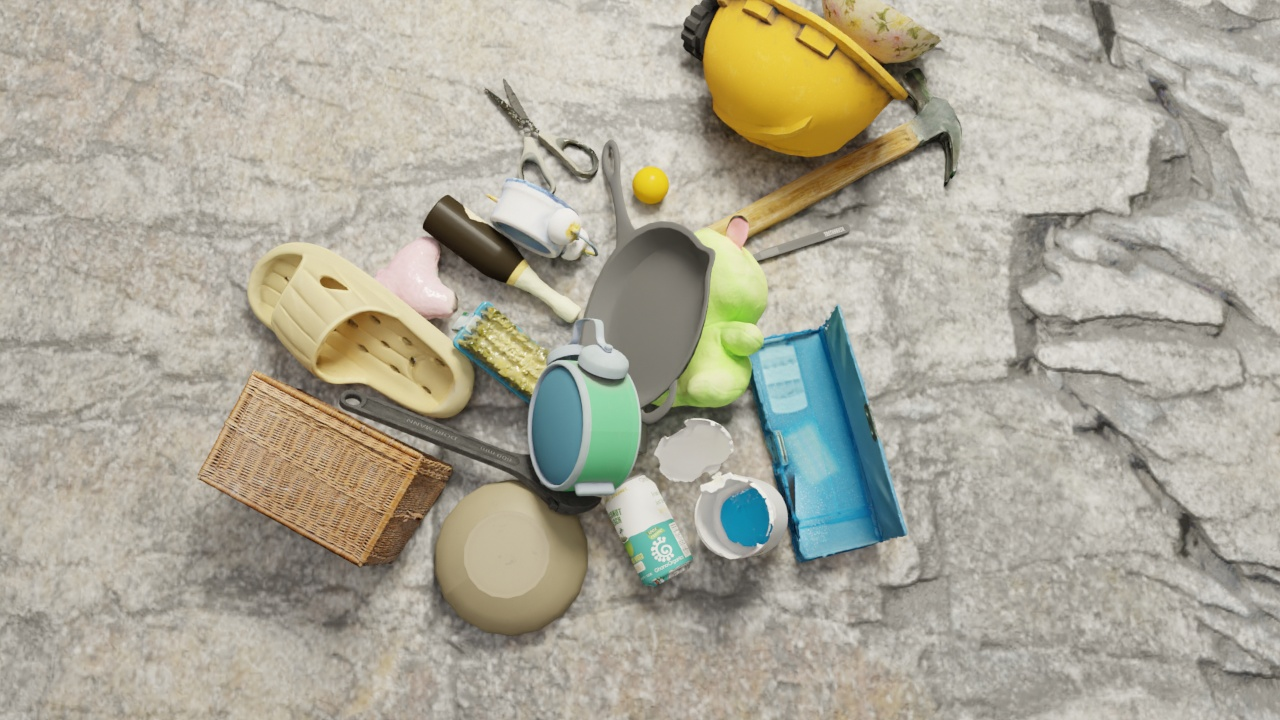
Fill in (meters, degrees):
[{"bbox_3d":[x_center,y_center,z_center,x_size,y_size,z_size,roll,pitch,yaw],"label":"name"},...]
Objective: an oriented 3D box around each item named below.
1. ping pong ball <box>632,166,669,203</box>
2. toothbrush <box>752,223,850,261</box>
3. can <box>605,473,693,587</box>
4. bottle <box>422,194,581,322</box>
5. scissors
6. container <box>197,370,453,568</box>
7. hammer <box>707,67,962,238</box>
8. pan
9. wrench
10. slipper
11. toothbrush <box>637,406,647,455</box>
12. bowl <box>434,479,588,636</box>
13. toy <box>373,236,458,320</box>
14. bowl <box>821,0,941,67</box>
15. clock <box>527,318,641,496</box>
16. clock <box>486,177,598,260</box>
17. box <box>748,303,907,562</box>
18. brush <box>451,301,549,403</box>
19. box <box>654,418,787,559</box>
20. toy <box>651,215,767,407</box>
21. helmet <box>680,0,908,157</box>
[{"bbox_3d":[0.011,-0.190,0.996,0.040,0.040,0.040,0,75,-2],"label":"ping pong ball"},{"bbox_3d":[0.151,-0.120,0.997,0.167,0.013,0.013,-18,76,-9],"label":"toothbrush"},{"bbox_3d":[0.007,0.166,0.897,0.055,0.055,0.101,-26,78,-8],"label":"can"},{"bbox_3d":[-0.140,-0.101,0.961,0.184,0.045,0.045,37,77,-4],"label":"bottle"},{"bbox_3d":[-0.110,-0.250,1.022,0.150,0.013,0.164,3,64,-7],"label":"scissors"},{"bbox_3d":[-0.296,0.105,0.874,0.198,0.114,0.112,27,81,7],"label":"container"},{"bbox_3d":[0.207,-0.197,1.010,0.330,0.033,0.132,-29,79,-8],"label":"hammer"},{"bbox_3d":[-0.003,-0.093,0.934,0.024,0.217,0.353,17,49,-37],"label":"pan"},{"bbox_3d":[-0.165,0.086,0.900,0.273,0.018,0.073,22,35,-3],"label":"wrench"},{"bbox_3d":[-0.286,-0.025,0.908,0.261,0.079,0.111,31,108,3],"label":"slipper"},{"bbox_3d":[-0.006,0.006,0.955,0.024,0.022,0.185,4,76,-19],"label":"toothbrush"},{"bbox_3d":[-0.127,0.189,0.889,0.152,0.050,0.152,0,76,-2],"label":"bowl"},{"bbox_3d":[-0.244,-0.076,0.953,0.096,0.053,0.099,-22,68,-1],"label":"toy"},{"bbox_3d":[0.254,-0.363,1.020,0.145,0.145,0.063,31,113,6],"label":"bowl"},{"bbox_3d":[-0.050,0.042,0.859,0.075,0.122,0.161,4,90,-31],"label":"clock"},{"bbox_3d":[-0.098,-0.142,0.955,0.125,0.089,0.052,26,81,12],"label":"clock"},{"bbox_3d":[0.176,0.072,0.896,0.094,0.112,0.231,-11,76,-6],"label":"box"},{"bbox_3d":[-0.125,0.002,0.928,0.136,0.075,0.055,41,77,-24],"label":"brush"},{"bbox_3d":[0.078,0.122,0.862,0.084,0.147,0.136,-25,77,11],"label":"box"},{"bbox_3d":[0.069,-0.043,0.923,0.107,0.150,0.196,28,71,-33],"label":"toy"},{"bbox_3d":[0.142,-0.296,0.967,0.255,0.205,0.131,46,108,33],"label":"helmet"}]
